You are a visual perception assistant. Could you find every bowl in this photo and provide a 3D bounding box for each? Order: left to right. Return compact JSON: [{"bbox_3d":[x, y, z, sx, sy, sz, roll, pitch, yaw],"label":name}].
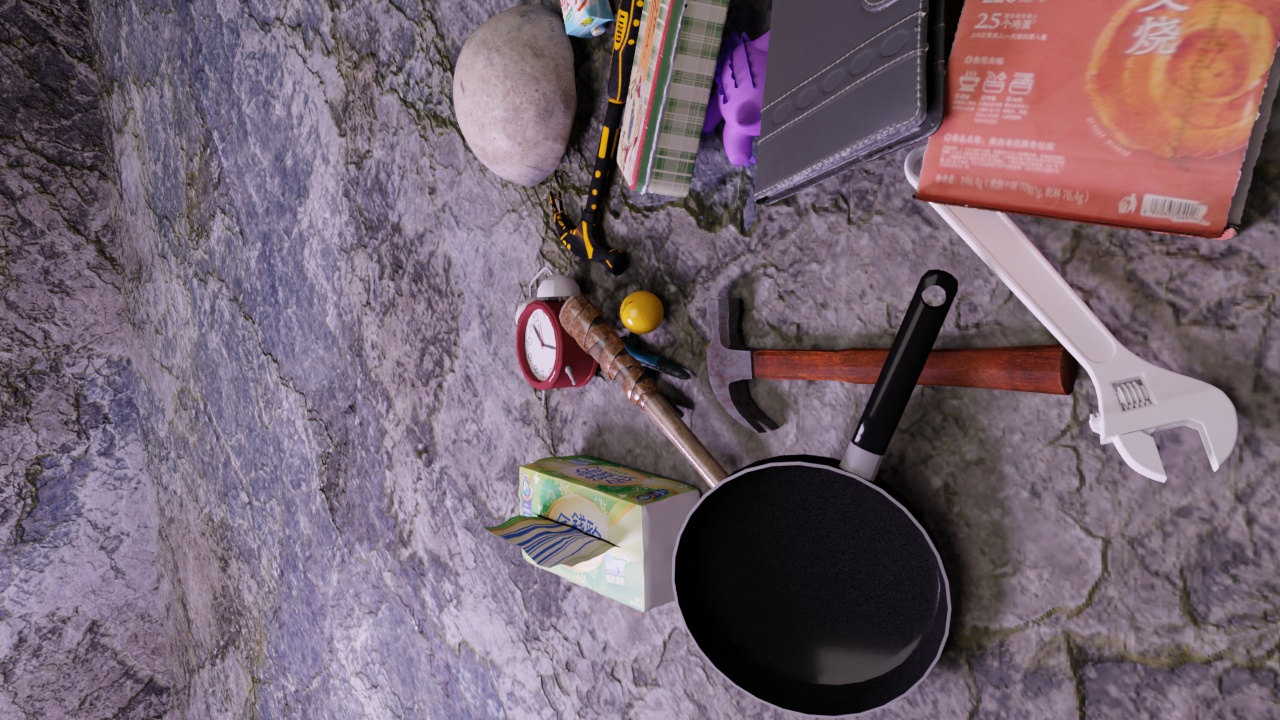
[{"bbox_3d":[-0.140,-0.265,0.916,0.179,0.081,0.178,16,109,53],"label":"bowl"}]

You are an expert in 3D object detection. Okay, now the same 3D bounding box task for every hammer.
[{"bbox_3d":[-0.023,-0.242,0.843,0.123,0.036,0.321,40,127,38],"label":"hammer"},{"bbox_3d":[0.027,0.058,0.812,0.318,0.048,0.122,49,133,24],"label":"hammer"},{"bbox_3d":[0.167,0.005,0.682,0.301,0.028,0.111,1,97,48],"label":"hammer"}]

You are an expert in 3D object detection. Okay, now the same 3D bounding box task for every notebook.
[{"bbox_3d":[0.137,-0.223,0.605,0.170,0.029,0.209,-17,67,60],"label":"notebook"}]

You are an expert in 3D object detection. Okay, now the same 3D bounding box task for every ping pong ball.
[{"bbox_3d":[0.001,-0.044,0.845,0.040,0.040,0.040,11,105,46],"label":"ping pong ball"}]

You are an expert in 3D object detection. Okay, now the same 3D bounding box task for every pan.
[{"bbox_3d":[0.148,0.100,0.661,0.204,0.044,0.356,23,111,14],"label":"pan"}]

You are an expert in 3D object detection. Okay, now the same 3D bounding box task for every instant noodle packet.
[{"bbox_3d":[0.256,-0.185,0.498,0.164,0.083,0.221,17,107,37],"label":"instant noodle packet"}]

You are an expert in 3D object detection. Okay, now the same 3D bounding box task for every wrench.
[{"bbox_3d":[0.252,-0.041,0.569,0.066,0.018,0.273,-36,62,8],"label":"wrench"}]

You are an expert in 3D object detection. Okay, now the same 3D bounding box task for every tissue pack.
[{"bbox_3d":[-0.057,0.164,0.872,0.198,0.141,0.120,0,97,48],"label":"tissue pack"}]

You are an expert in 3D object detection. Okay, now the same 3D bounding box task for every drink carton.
[{"bbox_3d":[-0.061,-0.366,0.855,0.044,0.038,0.129,-19,82,48],"label":"drink carton"}]

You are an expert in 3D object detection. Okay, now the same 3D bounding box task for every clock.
[{"bbox_3d":[-0.089,-0.027,0.934,0.096,0.048,0.137,-37,64,49],"label":"clock"}]

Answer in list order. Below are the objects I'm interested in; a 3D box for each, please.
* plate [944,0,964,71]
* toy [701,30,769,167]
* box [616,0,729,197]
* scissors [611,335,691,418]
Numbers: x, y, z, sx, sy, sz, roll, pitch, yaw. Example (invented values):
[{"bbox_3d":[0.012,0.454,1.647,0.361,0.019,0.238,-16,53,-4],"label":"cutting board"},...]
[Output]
[{"bbox_3d":[0.212,-0.251,0.585,0.131,0.025,0.131,11,105,46],"label":"plate"},{"bbox_3d":[0.085,-0.208,0.710,0.106,0.055,0.088,-20,70,36],"label":"toy"},{"bbox_3d":[0.024,-0.243,0.743,0.117,0.050,0.206,-114,34,-61],"label":"box"},{"bbox_3d":[-0.004,0.013,0.878,0.127,0.019,0.144,-40,66,45],"label":"scissors"}]
